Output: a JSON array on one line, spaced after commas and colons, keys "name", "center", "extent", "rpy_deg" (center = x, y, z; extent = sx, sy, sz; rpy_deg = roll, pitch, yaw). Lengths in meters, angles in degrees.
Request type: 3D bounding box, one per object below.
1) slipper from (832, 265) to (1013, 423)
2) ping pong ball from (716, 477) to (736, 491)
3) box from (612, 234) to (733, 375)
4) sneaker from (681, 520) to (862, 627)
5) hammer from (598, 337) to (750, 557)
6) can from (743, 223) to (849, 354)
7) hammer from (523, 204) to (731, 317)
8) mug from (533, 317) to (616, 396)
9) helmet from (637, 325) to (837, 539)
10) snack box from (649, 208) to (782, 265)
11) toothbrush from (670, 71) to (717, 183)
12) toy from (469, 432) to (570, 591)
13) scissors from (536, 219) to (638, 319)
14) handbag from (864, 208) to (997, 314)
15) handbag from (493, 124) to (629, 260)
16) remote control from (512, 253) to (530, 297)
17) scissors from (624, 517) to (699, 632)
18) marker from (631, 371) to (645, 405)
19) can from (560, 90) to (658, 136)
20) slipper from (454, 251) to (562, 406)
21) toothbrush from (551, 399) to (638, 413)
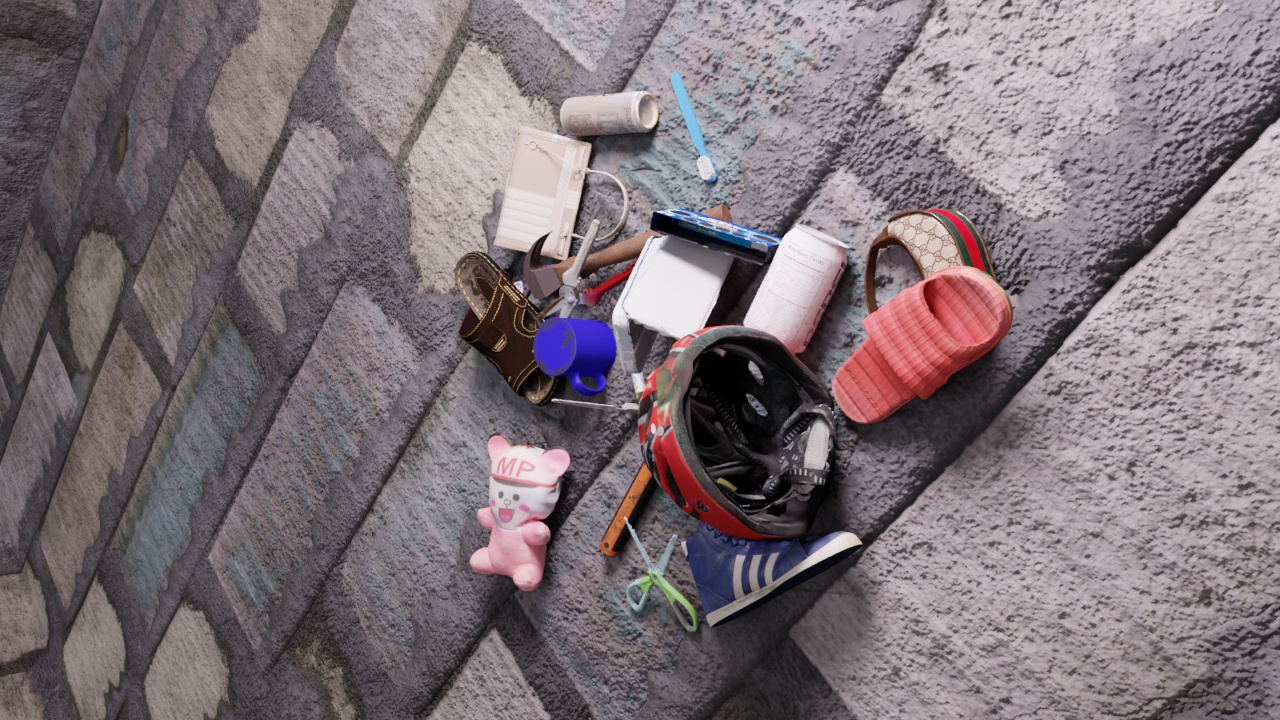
[{"name": "slipper", "center": [0.271, -0.007, 0.946], "extent": [0.103, 0.059, 0.250], "rpy_deg": [59, 142, 15]}, {"name": "ping pong ball", "center": [0.111, 0.159, 1.126], "extent": [0.040, 0.040, 0.040], "rpy_deg": [-1, 88, 38]}, {"name": "box", "center": [0.050, -0.076, 1.097], "extent": [0.125, 0.214, 0.107], "rpy_deg": [-3, 126, 19]}, {"name": "sneaker", "center": [0.142, 0.211, 1.075], "extent": [0.234, 0.091, 0.118], "rpy_deg": [-44, 61, 38]}, {"name": "hammer", "center": [0.032, 0.134, 1.194], "extent": [0.138, 0.035, 0.315], "rpy_deg": [39, 113, 31]}, {"name": "can", "center": [0.179, -0.081, 1.055], "extent": [0.078, 0.078, 0.136], "rpy_deg": [35, 110, 33]}, {"name": "hammer", "center": [-0.025, -0.147, 1.233], "extent": [0.324, 0.033, 0.115], "rpy_deg": [-15, 106, 32]}, {"name": "mug", "center": [-0.085, -0.003, 1.256], "extent": [0.079, 0.083, 0.111], "rpy_deg": [-32, 70, 33]}, {"name": "helmet", "center": [0.100, 0.079, 1.000], "extent": [0.167, 0.272, 0.217], "rpy_deg": [-10, 53, 46]}, {"name": "snack box", "center": [0.095, -0.150, 1.099], "extent": [0.150, 0.082, 0.027], "rpy_deg": [21, 111, 20]}, {"name": "toothbrush", "center": [0.066, -0.305, 1.190], "extent": [0.016, 0.014, 0.166], "rpy_deg": [-29, 71, 34]}, {"name": "toy", "center": [-0.173, 0.216, 1.321], "extent": [0.142, 0.084, 0.213], "rpy_deg": [11, 97, 36]}, {"name": "scissors", "center": [-0.073, -0.108, 1.250], "extent": [0.187, 0.015, 0.179], "rpy_deg": [7, 121, 23]}, {"name": "handbag", "center": [0.303, -0.076, 0.980], "extent": [0.139, 0.063, 0.166], "rpy_deg": [-27, 76, 52]}, {"name": "handbag", "center": [-0.101, -0.227, 1.305], "extent": [0.198, 0.062, 0.176], "rpy_deg": [18, 100, 28]}, {"name": "remote control", "center": [-0.187, -0.101, 1.386], "extent": [0.046, 0.009, 0.125], "rpy_deg": [42, 113, 31]}, {"name": "scissors", "center": [0.017, 0.279, 1.182], "extent": [0.168, 0.023, 0.171], "rpy_deg": [-32, 86, 52]}, {"name": "marker", "center": [-0.007, 0.007, 1.237], "extent": [0.017, 0.017, 0.146], "rpy_deg": [-22, 76, 36]}, {"name": "can", "center": [-0.042, -0.336, 1.251], "extent": [0.136, 0.054, 0.054], "rpy_deg": [8, 94, 38]}, {"name": "slipper", "center": [-0.204, -0.049, 1.347], "extent": [0.113, 0.075, 0.267], "rpy_deg": [-44, 71, 29]}, {"name": "toothbrush", "center": [-0.055, 0.055, 1.170], "extent": [0.010, 0.181, 0.010], "rpy_deg": [-40, 62, 24]}]
